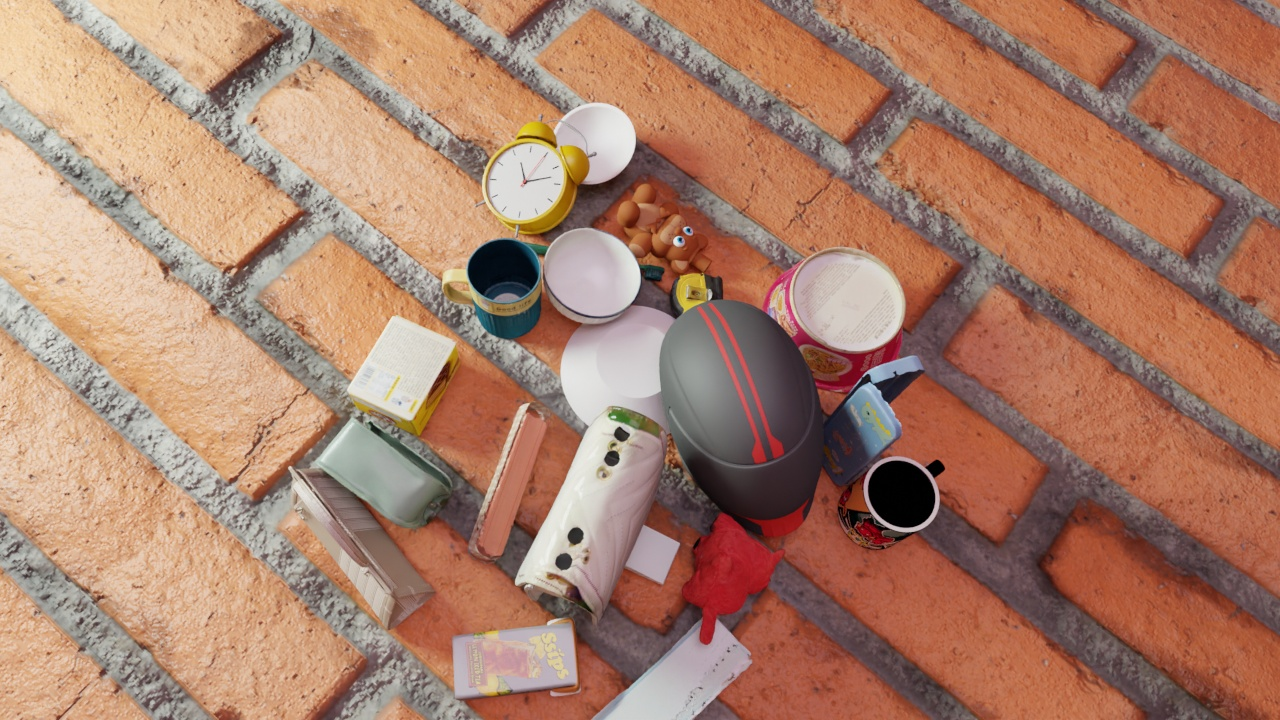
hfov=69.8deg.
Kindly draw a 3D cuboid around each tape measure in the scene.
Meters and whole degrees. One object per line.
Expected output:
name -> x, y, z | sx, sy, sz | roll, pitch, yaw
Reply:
tape measure -> 0.068, -0.075, 1.116 | 0.064, 0.037, 0.065 | 4, 67, -4

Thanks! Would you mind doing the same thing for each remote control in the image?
remote control -> -0.030, 0.193, 1.008 | 0.143, 0.024, 0.049 | 23, 68, 6

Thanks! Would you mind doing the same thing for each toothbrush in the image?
toothbrush -> -0.064, -0.123, 1.137 | 0.190, 0.016, 0.017 | 10, 72, 0

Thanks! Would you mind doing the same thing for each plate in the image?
plate -> -0.007, 0.007, 1.078 | 0.174, 0.036, 0.173 | 2, 68, -4

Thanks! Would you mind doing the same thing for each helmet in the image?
helmet -> 0.110, 0.049, 0.989 | 0.164, 0.170, 0.264 | -19, 66, -1

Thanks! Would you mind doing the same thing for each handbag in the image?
handbag -> -0.269, 0.118, 0.976 | 0.122, 0.106, 0.067 | 34, 81, 9
handbag -> -0.047, 0.157, 0.933 | 0.096, 0.142, 0.198 | 22, 67, 9
handbag -> -0.291, 0.168, 0.903 | 0.062, 0.198, 0.175 | -39, 76, -18

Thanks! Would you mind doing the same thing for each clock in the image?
clock -> -0.129, -0.228, 1.135 | 0.113, 0.052, 0.152 | 38, 91, 16

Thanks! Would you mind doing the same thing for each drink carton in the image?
drink carton -> -0.126, 0.309, 0.941 | 0.125, 0.049, 0.076 | -5, 69, -6

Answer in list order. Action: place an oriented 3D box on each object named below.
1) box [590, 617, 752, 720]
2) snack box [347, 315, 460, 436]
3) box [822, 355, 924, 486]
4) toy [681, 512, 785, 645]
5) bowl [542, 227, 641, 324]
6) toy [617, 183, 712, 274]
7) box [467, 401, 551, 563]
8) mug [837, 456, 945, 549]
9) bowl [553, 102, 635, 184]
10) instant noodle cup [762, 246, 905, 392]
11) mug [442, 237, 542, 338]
box -> 0.022, 0.349, 0.944 | 0.198, 0.066, 0.083 | -38, 51, -17
snack box -> -0.265, 0.017, 1.040 | 0.083, 0.061, 0.105 | 24, 68, 5
box -> 0.249, 0.067, 0.982 | 0.074, 0.209, 0.077 | -22, 71, -13
toy -> 0.100, 0.237, 0.961 | 0.094, 0.088, 0.132 | 28, 48, -7
bowl -> -0.063, -0.092, 1.095 | 0.118, 0.062, 0.118 | 6, 66, -15
toy -> 0.033, -0.156, 1.134 | 0.128, 0.065, 0.094 | 36, 61, 4
box -> -0.145, 0.136, 1.024 | 0.058, 0.063, 0.188 | 30, 64, -20
mug -> 0.285, 0.149, 1.011 | 0.118, 0.098, 0.082 | -32, 74, -16
bowl -> -0.057, -0.270, 1.178 | 0.110, 0.040, 0.109 | -2, 78, 10
instant noodle cup -> 0.240, -0.059, 1.103 | 0.178, 0.078, 0.178 | 1, 68, -4
mug -> -0.171, -0.082, 1.064 | 0.113, 0.107, 0.083 | 3, 70, -4
